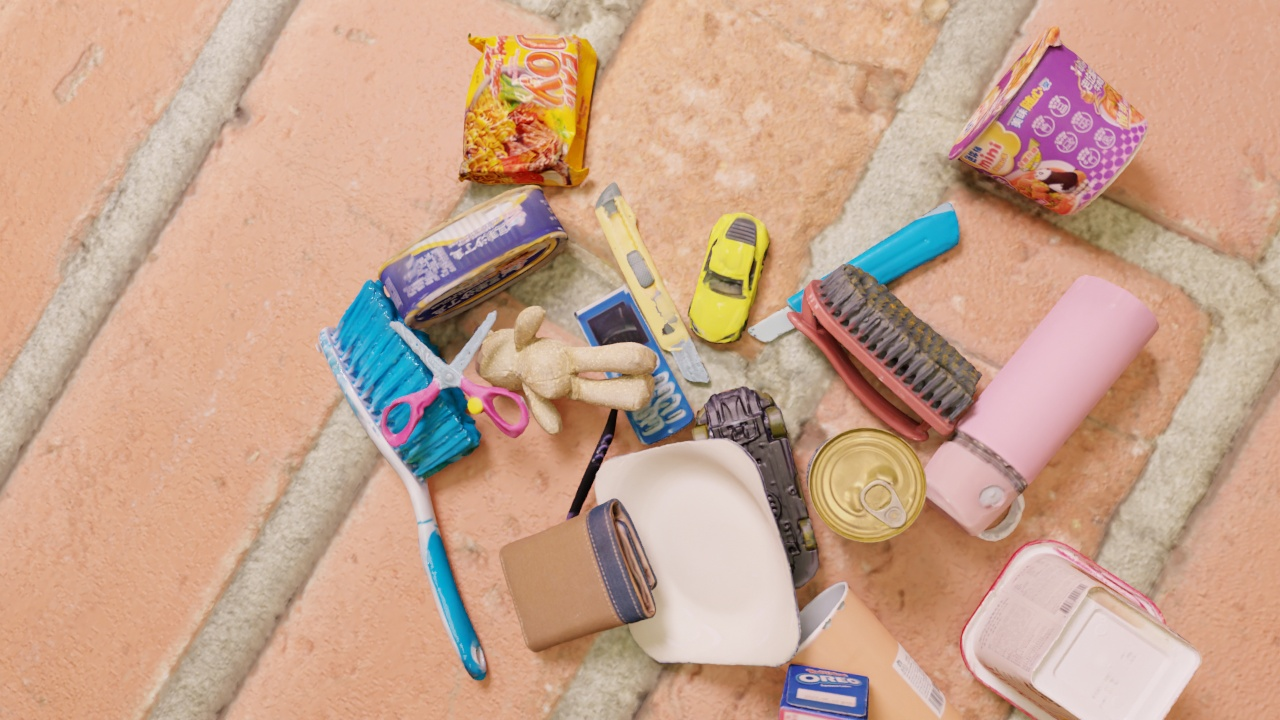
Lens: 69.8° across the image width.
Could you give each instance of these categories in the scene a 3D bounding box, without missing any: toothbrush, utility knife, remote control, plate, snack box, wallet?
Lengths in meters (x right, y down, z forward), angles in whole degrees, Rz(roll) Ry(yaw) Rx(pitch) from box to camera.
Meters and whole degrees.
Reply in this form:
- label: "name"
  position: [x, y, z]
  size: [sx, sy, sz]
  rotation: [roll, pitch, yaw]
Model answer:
- label: "toothbrush"
  position: [-0.032, 0.078, 0.712]
  size: [0.017, 0.014, 0.189]
  rotation: [30, 101, 42]
- label: "utility knife"
  position: [0.166, -0.063, 0.714]
  size: [0.182, 0.018, 0.034]
  rotation: [-30, 97, 5]
- label: "remote control"
  position: [-0.004, 0.004, 0.728]
  size: [0.049, 0.024, 0.125]
  rotation: [-28, 81, 4]
- label: "plate"
  position: [0.045, 0.138, 0.669]
  size: [0.165, 0.034, 0.163]
  rotation: [-15, 89, 43]
- label: "snack box"
  position: [0.118, 0.310, 0.619]
  size: [0.058, 0.057, 0.208]
  rotation: [6, 106, 15]
- label: "utility knife"
  position: [0.008, -0.061, 0.742]
  size: [0.031, 0.019, 0.183]
  rotation: [-28, 84, 10]
- label: "wallet"
  position: [-0.049, 0.165, 0.694]
  size: [0.115, 0.033, 0.090]
  rotation: [-26, 78, 26]

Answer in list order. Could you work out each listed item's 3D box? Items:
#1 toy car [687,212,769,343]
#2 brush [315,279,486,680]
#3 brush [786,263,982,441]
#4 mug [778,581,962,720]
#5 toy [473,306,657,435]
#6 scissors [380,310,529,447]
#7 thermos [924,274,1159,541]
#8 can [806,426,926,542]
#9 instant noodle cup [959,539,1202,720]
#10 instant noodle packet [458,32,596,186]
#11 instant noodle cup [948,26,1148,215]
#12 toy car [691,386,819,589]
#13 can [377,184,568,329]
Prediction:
- label: "toy car"
  position: [0.069, -0.065, 0.722]
  size: [0.048, 0.032, 0.105]
  rotation: [16, 87, 10]
- label: "brush"
  position: [-0.168, 0.092, 0.731]
  size: [0.109, 0.060, 0.314]
  rotation: [-34, 82, 8]
- label: "brush"
  position: [0.176, -0.005, 0.680]
  size: [0.146, 0.063, 0.069]
  rotation: [43, 125, 4]
- label: "mug"
  position: [0.164, 0.228, 0.653]
  size: [0.123, 0.078, 0.078]
  rotation: [44, 91, 6]
- label: "toy"
  position: [-0.059, 0.004, 0.700]
  size: [0.157, 0.066, 0.105]
  rotation: [6, 121, 31]
- label: "scissors"
  position: [-0.144, 0.019, 0.692]
  size: [0.133, 0.017, 0.134]
  rotation: [42, 98, 7]
- label: "thermos"
  position: [0.288, 0.041, 0.664]
  size: [0.087, 0.067, 0.198]
  rotation: [38, 89, -19]
- label: "can"
  position: [0.156, 0.086, 0.651]
  size: [0.075, 0.111, 0.075]
  rotation: [-1, 84, 9]
- label: "instant noodle cup"
  position: [0.292, 0.192, 0.610]
  size: [0.116, 0.124, 0.116]
  rotation: [34, 89, 11]
- label: "instant noodle packet"
  position: [-0.094, -0.210, 0.759]
  size: [0.111, 0.044, 0.128]
  rotation: [3, 83, 5]
- label: "instant noodle cup"
  position: [0.299, -0.165, 0.666]
  size: [0.099, 0.111, 0.111]
  rotation: [37, 89, 3]
- label: "toy car"
  position: [0.087, 0.098, 0.693]
  size: [0.070, 0.042, 0.158]
  rotation: [-15, 85, 8]
- label: "can"
  position: [-0.131, -0.082, 0.729]
  size: [0.148, 0.075, 0.049]
  rotation: [-30, 81, -7]
